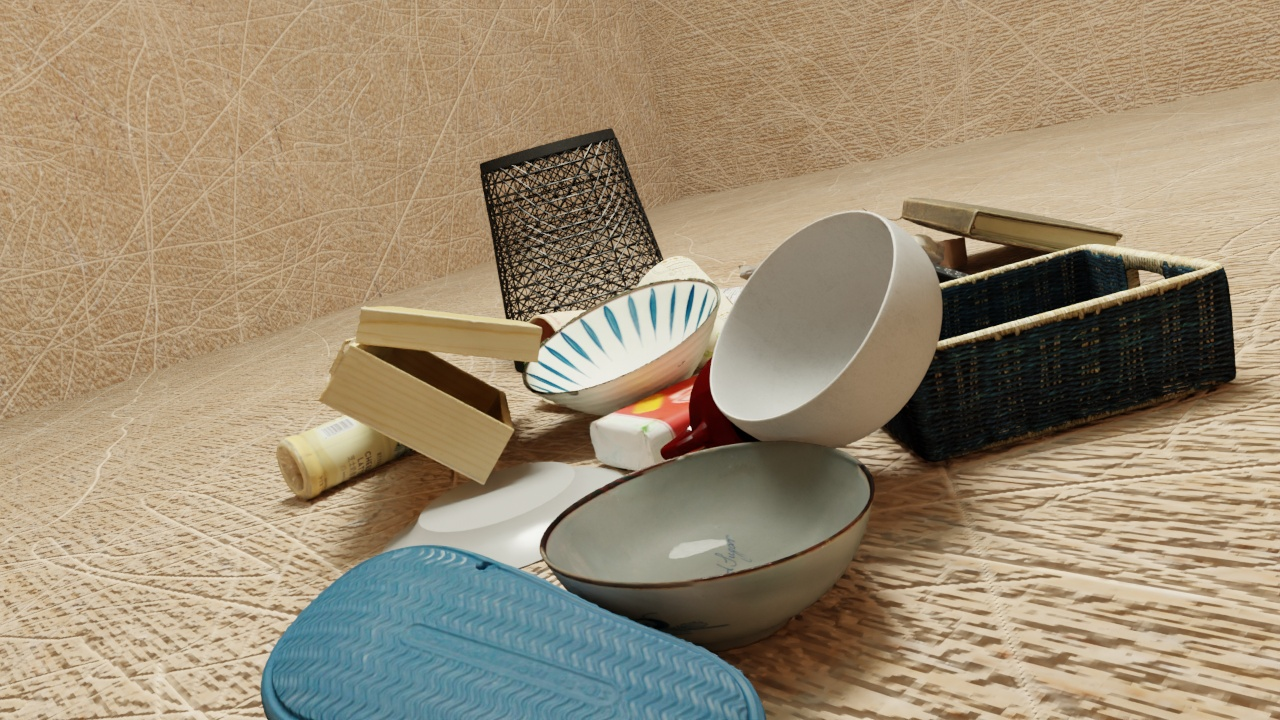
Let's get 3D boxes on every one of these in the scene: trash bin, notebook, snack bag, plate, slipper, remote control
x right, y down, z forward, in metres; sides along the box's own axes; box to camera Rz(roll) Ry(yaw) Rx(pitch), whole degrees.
[{"bbox_3d":[-0.079,-0.135,1.098,0.217,0.243,0.216,-14,13,3],"label":"trash bin"},{"bbox_3d":[0.351,-0.142,0.947,0.190,0.034,0.215,8,13,-2],"label":"notebook"},{"bbox_3d":[0.029,0.043,0.670,0.115,0.036,0.077,-23,14,-32],"label":"snack bag"},{"bbox_3d":[-0.092,0.098,0.613,0.173,0.019,0.172,-14,12,3],"label":"plate"},{"bbox_3d":[-0.056,0.130,0.345,0.214,0.059,0.103,8,32,29],"label":"slipper"},{"bbox_3d":[0.277,-0.057,0.736,0.125,0.010,0.039,20,21,9],"label":"remote control"}]

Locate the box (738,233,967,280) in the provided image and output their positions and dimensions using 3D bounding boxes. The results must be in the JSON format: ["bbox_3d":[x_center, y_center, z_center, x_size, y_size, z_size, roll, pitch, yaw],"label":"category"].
[{"bbox_3d":[0.232,-0.109,1.011,0.217,0.058,0.153,-5,2,37],"label":"box"}]

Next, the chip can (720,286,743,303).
[{"bbox_3d":[0.074,-0.039,0.915,0.211,0.062,0.062,-3,17,44],"label":"chip can"}]

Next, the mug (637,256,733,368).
[{"bbox_3d":[0.036,-0.023,0.837,0.122,0.081,0.097,-41,55,-9],"label":"mug"}]

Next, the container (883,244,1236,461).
[{"bbox_3d":[0.236,-0.009,0.572,0.187,0.071,0.145,-15,12,0],"label":"container"}]

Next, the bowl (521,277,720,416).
[{"bbox_3d":[-0.005,0.004,0.765,0.177,0.071,0.177,-22,23,9],"label":"bowl"}]

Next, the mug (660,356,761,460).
[{"bbox_3d":[0.057,0.036,0.586,0.113,0.087,0.089,-27,-1,-25],"label":"mug"}]

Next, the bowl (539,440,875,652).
[{"bbox_3d":[0.034,0.089,0.413,0.151,0.057,0.150,-14,11,3],"label":"bowl"}]

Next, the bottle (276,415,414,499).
[{"bbox_3d":[-0.243,0.069,0.835,0.161,0.056,0.057,-26,16,-40],"label":"bottle"}]

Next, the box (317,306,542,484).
[{"bbox_3d":[-0.156,-0.005,0.727,0.122,0.140,0.249,-58,10,-3],"label":"box"}]

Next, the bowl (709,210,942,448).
[{"bbox_3d":[0.106,-0.009,0.495,0.132,0.064,0.131,-42,30,30],"label":"bowl"}]

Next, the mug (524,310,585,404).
[{"bbox_3d":[-0.055,-0.002,0.894,0.104,0.085,0.112,-12,-20,-34],"label":"mug"}]
